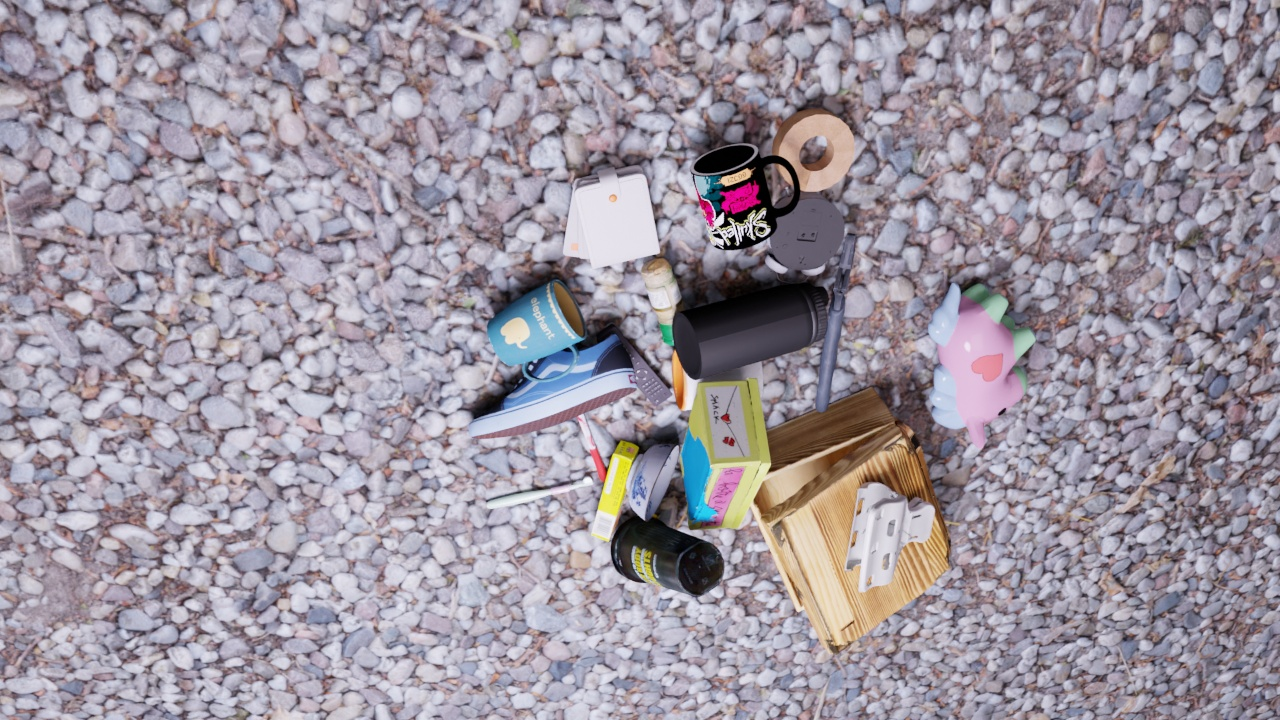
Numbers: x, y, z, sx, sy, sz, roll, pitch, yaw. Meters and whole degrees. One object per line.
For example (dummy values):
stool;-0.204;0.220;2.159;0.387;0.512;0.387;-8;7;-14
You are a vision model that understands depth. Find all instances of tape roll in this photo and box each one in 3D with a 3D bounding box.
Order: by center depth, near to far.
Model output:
tape roll;0.206;-0.251;1.095;0.094;0.027;0.094;-4;120;-7

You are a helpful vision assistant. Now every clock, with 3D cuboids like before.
clock;0.201;-0.153;1.147;0.094;0.035;0.123;3;120;-11

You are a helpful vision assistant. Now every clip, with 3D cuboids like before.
clip;0.313;0.217;1.202;0.151;0.101;0.126;-21;123;-48

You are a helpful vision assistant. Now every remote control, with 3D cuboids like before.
remote control;-0.007;0.007;1.216;0.032;0.015;0.136;-35;119;11

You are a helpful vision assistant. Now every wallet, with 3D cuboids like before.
wallet;-0.043;-0.168;1.098;0.115;0.037;0.118;-14;124;-1

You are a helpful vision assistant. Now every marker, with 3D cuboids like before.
marker;-0.070;0.111;1.268;0.013;0.012;0.142;-17;121;1

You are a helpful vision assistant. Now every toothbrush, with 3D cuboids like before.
toothbrush;-0.143;0.188;1.300;0.155;0.015;0.022;-13;152;-1

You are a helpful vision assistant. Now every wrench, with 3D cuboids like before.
wrench;0.255;-0.044;1.210;0.022;0.073;0.274;10;127;13

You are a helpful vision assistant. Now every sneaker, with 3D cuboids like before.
sneaker;-0.121;0.030;1.194;0.242;0.098;0.083;-22;165;18

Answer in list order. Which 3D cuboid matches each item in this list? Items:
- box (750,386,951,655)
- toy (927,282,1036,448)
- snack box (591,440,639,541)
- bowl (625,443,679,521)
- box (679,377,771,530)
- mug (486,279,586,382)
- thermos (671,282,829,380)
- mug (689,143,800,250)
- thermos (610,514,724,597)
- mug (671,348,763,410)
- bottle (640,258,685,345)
box;0.300;0.224;1.298;0.251;0.192;0.279;-24;119;3
toy;0.443;0.002;1.239;0.171;0.120;0.222;-46;118;6
snack box;-0.036;0.186;1.297;0.029;0.040;0.148;20;118;8
bowl;0.011;0.161;1.268;0.045;0.114;0.114;22;118;13
box;0.104;0.127;1.183;0.079;0.124;0.221;-3;148;-5
mug;-0.125;-0.028;1.130;0.104;0.084;0.112;-24;88;13
thermos;0.147;-0.042;1.149;0.198;0.086;0.086;-15;122;-17
mug;0.128;-0.196;1.077;0.118;0.081;0.098;-11;122;15
thermos;0.033;0.268;1.264;0.098;0.221;0.098;1;86;-24
mug;0.100;0.020;1.204;0.105;0.082;0.082;-5;120;-8
bottle;0.033;-0.074;1.162;0.043;0.043;0.111;-20;120;2
